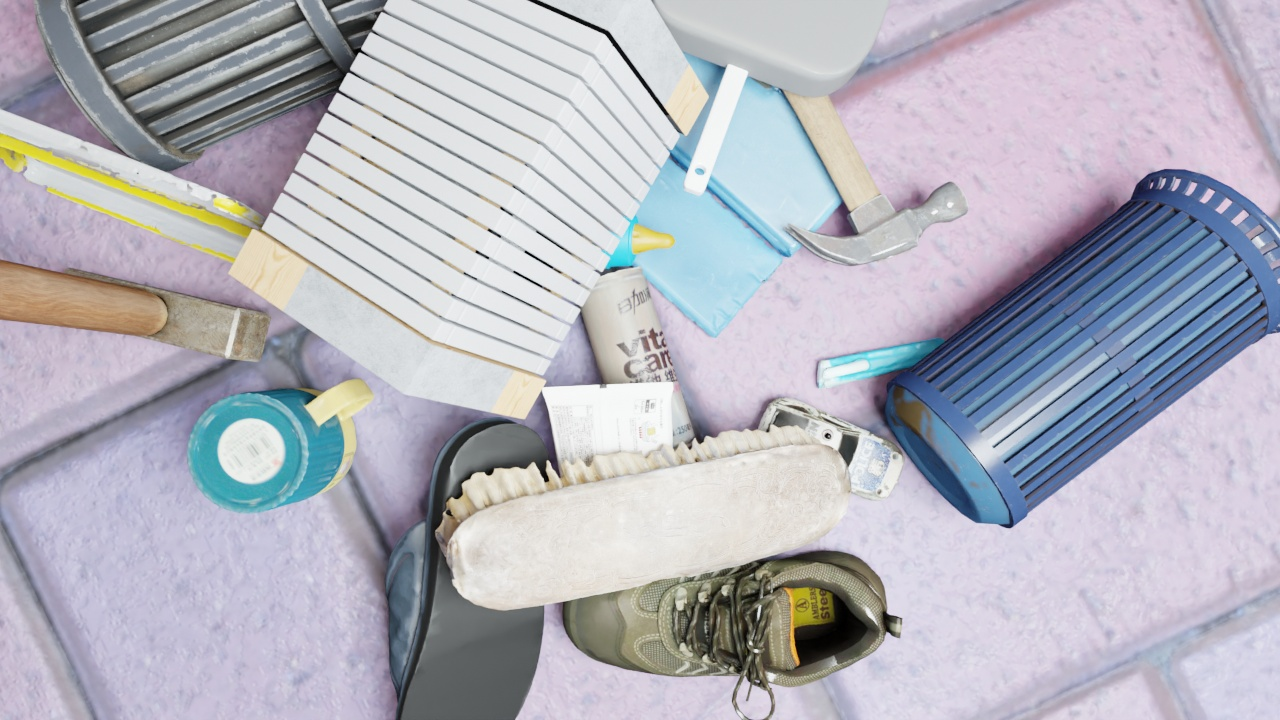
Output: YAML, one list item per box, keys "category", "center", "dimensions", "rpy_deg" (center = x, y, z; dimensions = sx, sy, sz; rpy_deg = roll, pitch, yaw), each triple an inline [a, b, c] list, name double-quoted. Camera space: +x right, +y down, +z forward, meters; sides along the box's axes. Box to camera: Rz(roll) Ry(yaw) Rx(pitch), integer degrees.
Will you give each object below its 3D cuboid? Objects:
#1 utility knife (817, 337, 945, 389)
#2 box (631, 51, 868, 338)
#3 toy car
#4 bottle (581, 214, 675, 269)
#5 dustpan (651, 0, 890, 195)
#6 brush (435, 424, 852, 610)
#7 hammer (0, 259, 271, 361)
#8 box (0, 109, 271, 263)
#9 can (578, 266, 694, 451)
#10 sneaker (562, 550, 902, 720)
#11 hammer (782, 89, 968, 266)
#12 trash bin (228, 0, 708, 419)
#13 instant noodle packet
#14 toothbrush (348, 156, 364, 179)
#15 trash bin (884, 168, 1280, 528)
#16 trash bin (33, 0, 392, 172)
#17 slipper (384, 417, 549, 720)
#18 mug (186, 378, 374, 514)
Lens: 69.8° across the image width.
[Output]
- category: "utility knife"
  center: [0.190, 0.001, 0.695]
  dimensions: [0.116, 0.015, 0.022]
  rpy_deg: [-11, 93, -4]
- category: "box"
  center: [0.028, -0.153, 0.686]
  dimensions: [0.231, 0.033, 0.174]
  rpy_deg: [41, 91, -1]
- category: "toy car"
  center: [0.141, 0.066, 0.679]
  dimensions: [0.113, 0.040, 0.048]
  rpy_deg: [23, 90, -2]
- category: "bottle"
  center: [-0.048, -0.091, 0.661]
  dimensions: [0.146, 0.051, 0.051]
  rpy_deg: [5, 89, 9]
- category: "dustpan"
  center: [0.080, -0.235, 0.631]
  dimensions: [0.163, 0.033, 0.257]
  rpy_deg: [20, 80, -1]
- category: "brush"
  center: [0.007, 0.100, 0.597]
  dimensions: [0.271, 0.056, 0.083]
  rpy_deg: [-9, 110, -15]
- category: "hammer"
  center: [-0.372, -0.042, 0.537]
  dimensions: [0.158, 0.300, 0.037]
  rpy_deg: [13, 89, 10]
- category: "box"
  center: [-0.354, -0.120, 0.626]
  dimensions: [0.209, 0.129, 0.034]
  rpy_deg: [22, 76, -1]
- category: "can"
  center: [-0.004, 0.004, 0.669]
  dimensions: [0.054, 0.054, 0.135]
  rpy_deg: [-17, 90, -2]
- category: "sneaker"
  center: [0.065, 0.187, 0.624]
  dimensions: [0.238, 0.143, 0.101]
  rpy_deg: [-4, 90, -1]
- category: "hammer"
  center: [0.104, -0.219, 0.653]
  dimensions: [0.119, 0.031, 0.331]
  rpy_deg: [-29, 92, -2]
- category: "trash bin"
  center: [-0.096, -0.112, 0.564]
  dimensions: [0.142, 0.142, 0.247]
  rpy_deg: [31, 92, 21]
- category: "instant noodle packet"
  center: [-0.017, 0.077, 0.635]
  dimensions: [0.087, 0.026, 0.134]
  rpy_deg: [-2, 116, 6]
- category: "toothbrush"
  center: [-0.222, -0.102, 0.684]
  dimensions: [0.016, 0.016, 0.167]
  rpy_deg: [10, 90, -4]
- category: "trash bin"
  center: [0.301, -0.002, 0.638]
  dimensions: [0.249, 0.139, 0.139]
  rpy_deg: [-37, 90, 0]
- category: "trash bin"
  center: [-0.257, -0.234, 0.616]
  dimensions: [0.227, 0.164, 0.164]
  rpy_deg: [-23, 90, 2]
- category: "slipper"
  center: [-0.132, 0.162, 0.658]
  dimensions: [0.108, 0.083, 0.266]
  rpy_deg: [-2, 105, -41]
- category: "mug"
  center: [-0.240, 0.050, 0.636]
  dimensions: [0.113, 0.107, 0.083]
  rpy_deg: [-36, 88, -2]
